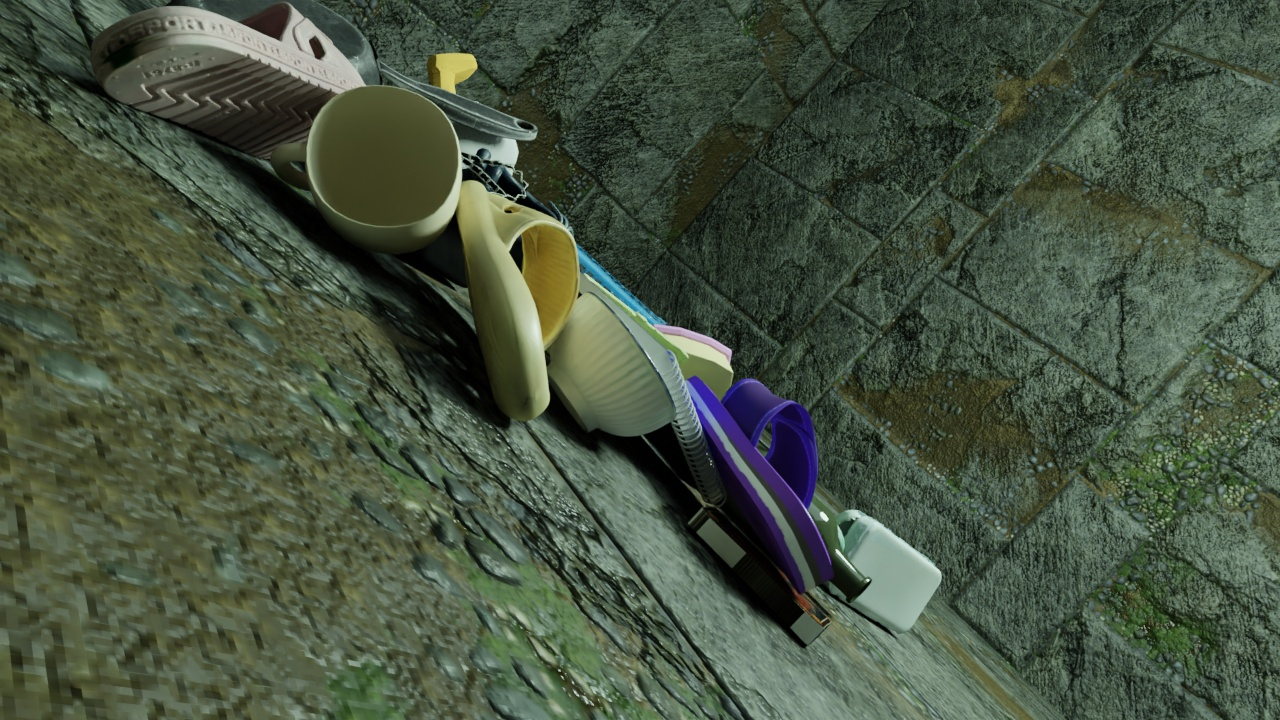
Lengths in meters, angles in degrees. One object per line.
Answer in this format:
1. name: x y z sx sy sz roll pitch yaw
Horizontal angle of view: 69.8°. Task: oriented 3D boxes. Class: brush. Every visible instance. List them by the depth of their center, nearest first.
1. brush: 0.002 -0.005 1.062 0.228 0.089 0.043 18 38 -23

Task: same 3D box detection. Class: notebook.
1. notebook: 0.000 0.022 0.806 0.171 0.022 0.209 44 -16 40

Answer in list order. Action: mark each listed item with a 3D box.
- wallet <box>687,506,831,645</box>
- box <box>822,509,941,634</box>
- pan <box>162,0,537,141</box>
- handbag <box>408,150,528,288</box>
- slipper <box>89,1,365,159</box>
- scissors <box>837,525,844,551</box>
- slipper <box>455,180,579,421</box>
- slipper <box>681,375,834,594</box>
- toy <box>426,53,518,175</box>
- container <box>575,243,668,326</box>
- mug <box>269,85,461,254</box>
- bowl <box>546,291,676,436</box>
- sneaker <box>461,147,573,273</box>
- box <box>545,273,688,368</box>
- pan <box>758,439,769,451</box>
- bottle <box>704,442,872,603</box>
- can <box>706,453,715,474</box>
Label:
1. wallet: 0.091 0.162 0.697 0.123 0.019 0.072 44 5 20
2. box: 0.275 0.245 1.033 0.215 0.123 0.083 33 32 -36
3. pan: -0.246 -0.265 0.843 0.356 0.055 0.187 5 40 -34
4. handbag: -0.182 -0.155 0.771 0.153 0.115 0.125 48 9 19
5. slipper: -0.242 -0.182 0.569 0.239 0.094 0.064 -25 95 -81
6. scissors: 0.156 0.133 0.950 0.160 0.024 0.172 36 -33 45
7. slipper: -0.078 -0.046 0.628 0.261 0.079 0.111 -118 -156 -59
8. slipper: 0.113 0.082 0.759 0.107 0.084 0.266 64 -3 -24
9. toy: -0.190 -0.190 0.992 0.246 0.141 0.267 -15 80 -65
10. container: -0.097 -0.107 1.228 0.362 0.089 0.257 42 4 -2
11. mug: -0.181 -0.121 0.613 0.120 0.096 0.100 4 -9 -12
12. bowl: -0.032 0.013 0.692 0.118 0.062 0.118 53 -11 14
13. sneaker: -0.106 -0.112 0.922 0.088 0.089 0.235 -11 -43 35
14. box: -0.023 0.003 0.955 0.188 0.092 0.083 34 26 -43
15. pan: 0.122 0.131 1.095 0.356 0.034 0.225 29 19 -50
16. bottle: 0.139 0.151 0.901 0.207 0.071 0.071 44 5 26
17. can: 0.040 0.086 0.909 0.032 0.032 0.095 38 6 -42
